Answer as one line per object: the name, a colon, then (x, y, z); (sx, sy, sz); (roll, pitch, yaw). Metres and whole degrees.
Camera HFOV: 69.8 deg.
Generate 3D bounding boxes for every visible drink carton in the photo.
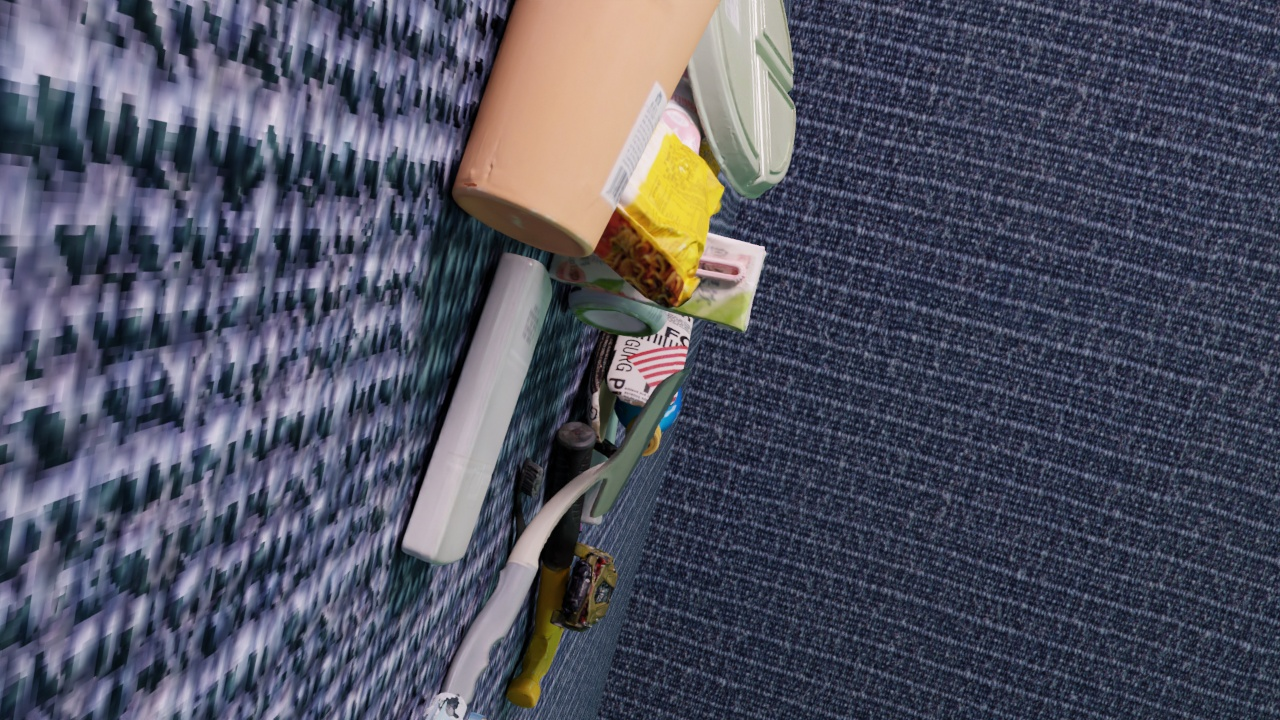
drink carton: (0.011, -0.057, 0.549); (0.045, 0.122, 0.053); (-8, 114, -82)

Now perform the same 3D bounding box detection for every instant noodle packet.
instant noodle packet: (-0.005, -0.093, 0.470); (0.044, 0.111, 0.128); (-36, -163, 29)

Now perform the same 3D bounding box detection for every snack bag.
snack bag: (-0.128, 0.235, 0.458); (0.191, 0.039, 0.110); (72, 28, -82)

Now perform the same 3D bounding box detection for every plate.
plate: (0.080, -0.239, 0.695); (0.229, 0.027, 0.230); (-5, 90, -66)

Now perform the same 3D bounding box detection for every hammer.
hammer: (-0.073, 0.174, 0.813); (0.128, 0.033, 0.301); (-67, 171, -52)

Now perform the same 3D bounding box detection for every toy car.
toy car: (-0.044, 0.198, 0.801); (0.158, 0.042, 0.070); (88, 20, -78)

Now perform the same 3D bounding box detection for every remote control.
remote control: (-0.039, 0.096, 0.913); (0.056, 0.019, 0.135); (70, 28, -81)
remote control: (-0.076, 0.023, 0.438); (0.058, 0.021, 0.150); (74, 32, -78)

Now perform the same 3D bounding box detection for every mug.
mug: (-0.023, -0.107, 0.359); (0.078, 0.078, 0.122); (63, 47, -81)

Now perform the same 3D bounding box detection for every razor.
razor: (-0.033, 0.073, 0.792); (0.143, 0.022, 0.043); (-155, -107, -71)

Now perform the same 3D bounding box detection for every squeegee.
squeegee: (-0.072, 0.139, 0.625); (0.245, 0.039, 0.247); (-54, 174, -32)

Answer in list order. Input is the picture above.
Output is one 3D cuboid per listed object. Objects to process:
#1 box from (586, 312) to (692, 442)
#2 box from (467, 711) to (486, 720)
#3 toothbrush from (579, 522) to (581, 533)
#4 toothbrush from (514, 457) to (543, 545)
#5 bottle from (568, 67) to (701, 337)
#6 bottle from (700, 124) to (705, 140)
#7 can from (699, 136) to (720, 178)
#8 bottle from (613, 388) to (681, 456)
box: (-0.006, 0.005, 0.795); (0.161, 0.075, 0.087); (-77, -169, -51)
box: (-0.104, 0.294, 0.625); (0.185, 0.062, 0.089); (116, -6, -62)
toothbrush: (-0.065, 0.142, 0.906); (0.189, 0.014, 0.017); (94, 4, -65)
toothbrush: (-0.089, 0.140, 0.671); (0.014, 0.016, 0.190); (-57, 164, -51)
bottle: (0.005, -0.117, 0.631); (0.068, 0.068, 0.196); (82, 20, -75)
bottle: (0.060, -0.245, 0.771); (0.068, 0.068, 0.189); (100, 9, -46)
can: (0.030, -0.135, 0.828); (0.058, 0.058, 0.145); (92, 15, -67)
bottle: (0.008, 0.024, 0.878); (0.218, 0.065, 0.065); (-81, -176, -66)
